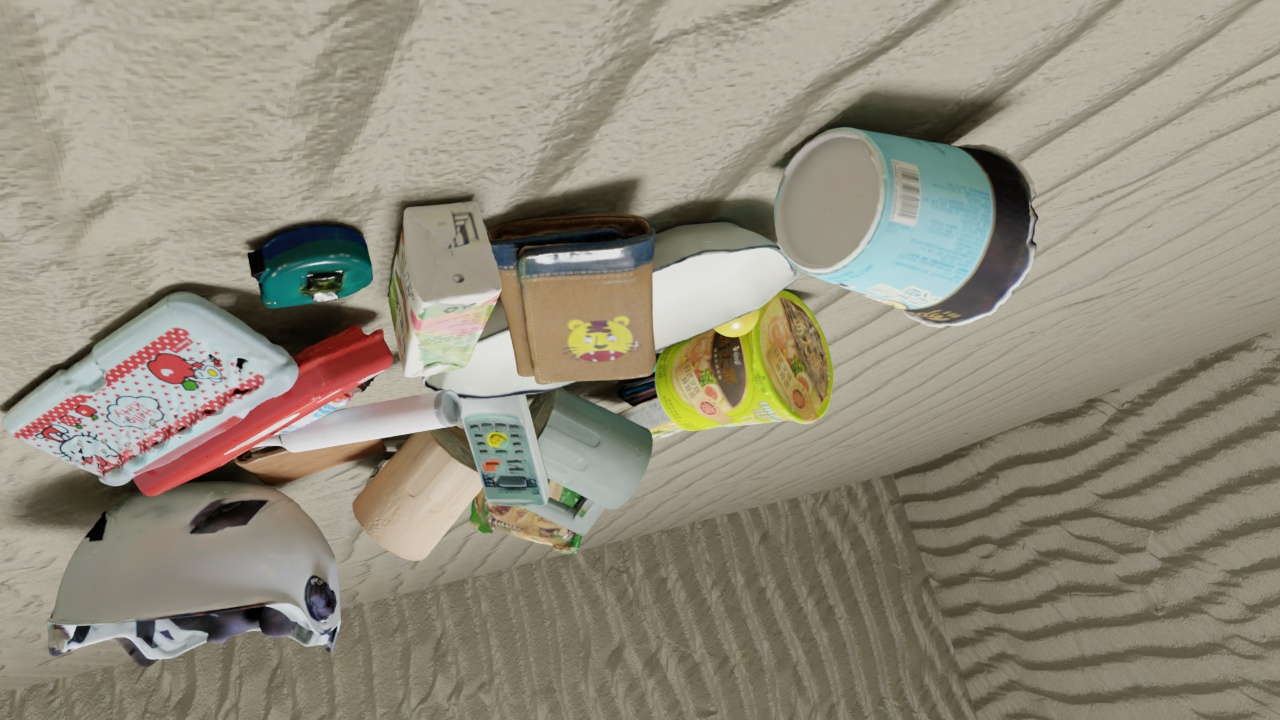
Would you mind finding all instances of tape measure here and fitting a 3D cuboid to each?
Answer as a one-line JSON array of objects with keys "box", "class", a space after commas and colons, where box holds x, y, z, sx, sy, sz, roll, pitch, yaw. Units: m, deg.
[{"box": [-0.162, -0.045, 0.456, 0.058, 0.025, 0.055, -11, 166, -20], "class": "tape measure"}]

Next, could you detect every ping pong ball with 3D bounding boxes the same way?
[{"box": [0.070, -0.038, 0.696, 0.040, 0.040, 0.040, -15, 166, -4], "class": "ping pong ball"}]

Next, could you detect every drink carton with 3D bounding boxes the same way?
[{"box": [-0.107, -0.035, 0.496, 0.045, 0.053, 0.123, -11, 165, -21], "class": "drink carton"}]

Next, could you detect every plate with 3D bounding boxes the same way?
[{"box": [-0.025, -0.033, 0.627, 0.266, 0.034, 0.162, -21, 164, 20], "class": "plate"}]

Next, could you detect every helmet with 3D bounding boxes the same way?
[{"box": [-0.380, 0.179, 0.808, 0.229, 0.145, 0.259, -6, 157, 0], "class": "helmet"}]

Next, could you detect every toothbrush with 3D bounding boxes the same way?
[{"box": [-0.231, 0.051, 0.670, 0.221, 0.026, 0.027, -10, 154, 21], "class": "toothbrush"}]

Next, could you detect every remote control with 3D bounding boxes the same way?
[{"box": [-0.115, 0.069, 0.768, 0.056, 0.019, 0.135, 0, 128, 11], "class": "remote control"}]

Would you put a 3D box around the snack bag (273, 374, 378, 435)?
[{"box": [-0.228, 0.027, 0.639, 0.105, 0.026, 0.045, -24, -152, 28], "class": "snack bag"}]

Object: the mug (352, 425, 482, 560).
[{"box": [-0.187, 0.117, 0.847, 0.103, 0.084, 0.124, -49, 158, 8], "class": "mug"}]

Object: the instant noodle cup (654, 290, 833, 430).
[{"box": [0.081, 0.011, 0.778, 0.124, 0.111, 0.111, -19, 167, 40], "class": "instant noodle cup"}]

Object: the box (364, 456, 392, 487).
[{"box": [-0.229, 0.140, 0.967, 0.086, 0.075, 0.162, -48, 165, 1], "class": "box"}]

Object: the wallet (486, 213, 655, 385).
[{"box": [-0.036, -0.031, 0.525, 0.090, 0.033, 0.115, -3, 141, -1], "class": "wallet"}]

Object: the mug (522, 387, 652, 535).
[{"box": [-0.064, 0.093, 0.839, 0.103, 0.083, 0.124, 29, 106, -21], "class": "mug"}]

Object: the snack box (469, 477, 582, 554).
[{"box": [-0.096, 0.129, 0.958, 0.118, 0.117, 0.105, 14, 180, 11], "class": "snack box"}]

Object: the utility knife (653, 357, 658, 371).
[{"box": [-0.005, 0.005, 0.825, 0.029, 0.013, 0.184, -25, 167, 41], "class": "utility knife"}]

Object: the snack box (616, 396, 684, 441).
[{"box": [0.028, 0.055, 0.917, 0.141, 0.033, 0.086, -25, 167, 21], "class": "snack box"}]

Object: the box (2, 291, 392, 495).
[{"box": [-0.264, 0.027, 0.553, 0.202, 0.069, 0.157, -25, 159, 29], "class": "box"}]

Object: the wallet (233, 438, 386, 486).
[{"box": [-0.285, 0.081, 0.805, 0.115, 0.020, 0.101, -14, 166, -14], "class": "wallet"}]

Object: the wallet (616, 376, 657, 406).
[{"box": [0.032, 0.026, 0.916, 0.096, 0.020, 0.122, -20, 170, 5], "class": "wallet"}]

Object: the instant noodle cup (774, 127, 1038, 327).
[{"box": [0.142, -0.079, 0.518, 0.120, 0.111, 0.111, 5, 156, -36], "class": "instant noodle cup"}]
